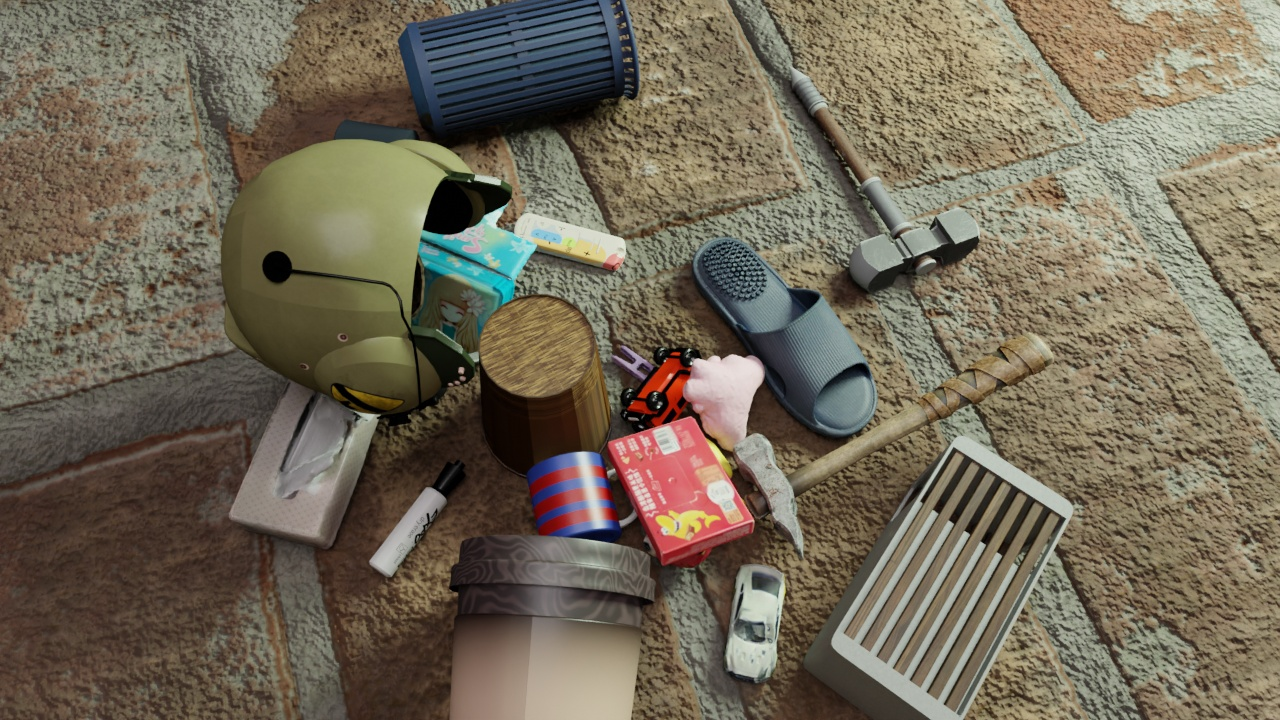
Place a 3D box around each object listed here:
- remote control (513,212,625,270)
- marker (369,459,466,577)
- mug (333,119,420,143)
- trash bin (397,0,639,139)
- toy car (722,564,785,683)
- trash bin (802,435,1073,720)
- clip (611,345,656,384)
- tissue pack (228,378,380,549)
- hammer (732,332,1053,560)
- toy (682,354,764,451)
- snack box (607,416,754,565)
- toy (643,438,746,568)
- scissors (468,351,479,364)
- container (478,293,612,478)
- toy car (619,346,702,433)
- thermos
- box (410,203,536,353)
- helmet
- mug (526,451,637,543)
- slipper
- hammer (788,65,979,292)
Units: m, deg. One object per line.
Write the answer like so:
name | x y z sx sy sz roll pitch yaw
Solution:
remote control | -0.078 -0.131 1.014 0.125 0.018 0.038 15 65 3
marker | -0.208 0.147 0.871 0.025 0.025 0.125 30 67 12
mug | -0.295 -0.210 1.020 0.077 0.071 0.105 9 86 2
trash bin | -0.140 -0.342 1.049 0.249 0.139 0.139 -15 66 -8
toy car | 0.105 0.238 0.836 0.048 0.033 0.105 11 65 1
trash bin | 0.260 0.201 0.812 0.114 0.115 0.228 34 68 13
clip | -0.003 0.003 0.956 0.037 0.013 0.053 -35 73 -17
tissue pack | -0.309 0.079 0.873 0.104 0.071 0.181 11 63 11
hammer | 0.243 0.064 0.866 0.318 0.049 0.121 -29 54 -2
toy | 0.078 0.031 0.901 0.095 0.053 0.099 26 78 -37
snack box | 0.034 0.114 0.834 0.089 0.021 0.133 -17 48 -15
toy | 0.050 0.133 0.873 0.105 0.067 0.137 8 52 -1
scissors | -0.209 0.000 0.930 0.171 0.014 0.090 -35 74 1
container | -0.091 0.023 0.856 0.132 0.167 0.132 1 64 -2
toy car | 0.024 0.030 0.921 0.100 0.051 0.049 -52 121 -24
thermos | -0.079 0.268 0.746 0.173 0.173 0.225 4 70 -1
box | -0.228 -0.114 0.940 0.227 0.083 0.172 23 93 7
helmet | -0.240 -0.071 0.799 0.233 0.256 0.249 8 65 -1
mug | -0.046 0.135 0.864 0.111 0.075 0.076 1 61 -32
slipper | 0.152 -0.042 0.946 0.101 0.083 0.263 -31 69 -18
hammer | 0.248 -0.231 1.066 0.156 0.043 0.322 -20 64 -11
